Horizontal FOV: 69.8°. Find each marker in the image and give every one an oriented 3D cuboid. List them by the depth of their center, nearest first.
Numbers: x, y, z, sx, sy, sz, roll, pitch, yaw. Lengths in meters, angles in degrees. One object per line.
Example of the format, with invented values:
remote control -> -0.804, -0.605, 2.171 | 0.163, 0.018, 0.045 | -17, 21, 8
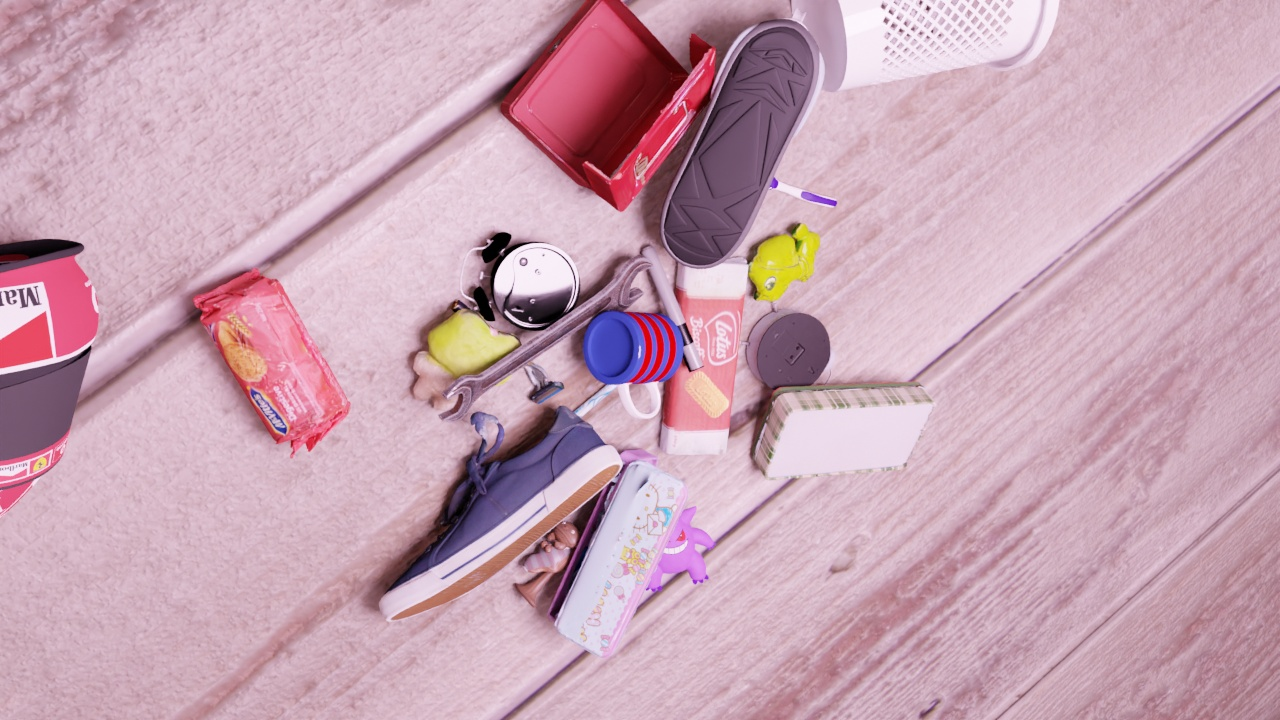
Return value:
marker -> 0.034, -0.055, 0.978 | 0.016, 0.016, 0.140 | -23, 91, -14
marker -> -0.031, 0.029, 1.007 | 0.141, 0.013, 0.013 | -40, 115, -6

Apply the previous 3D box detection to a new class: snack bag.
snack bag -> -0.333, 0.002, 0.847 | 0.082, 0.082, 0.176 | -28, 114, -12
snack bag -> 0.071, -0.003, 1.022 | 0.077, 0.041, 0.225 | 0, 107, -19

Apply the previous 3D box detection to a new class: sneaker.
sneaker -> 0.102, -0.224, 0.929 | 0.093, 0.160, 0.257 | 25, 120, 0
sneaker -> -0.169, 0.151, 0.959 | 0.294, 0.121, 0.127 | -40, 73, 0

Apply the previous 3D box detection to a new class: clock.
clock -> -0.121, -0.080, 0.922 | 0.120, 0.042, 0.091 | 7, 103, -23
clock -> 0.177, -0.005, 1.065 | 0.122, 0.035, 0.094 | 41, 88, -27

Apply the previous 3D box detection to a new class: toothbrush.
toothbrush -> 0.139, -0.196, 1.004 | 0.186, 0.015, 0.016 | 14, 99, -25

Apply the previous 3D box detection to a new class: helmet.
helmet -> -0.560, 0.033, 0.703 | 0.270, 0.198, 0.225 | -9, 108, -27

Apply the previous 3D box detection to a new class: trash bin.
trash bin -> 0.271, -0.364, 0.922 | 0.199, 0.195, 0.195 | -18, 112, -5

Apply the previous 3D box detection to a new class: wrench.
wrench -> -0.089, -0.024, 0.916 | 0.272, 0.010, 0.070 | -36, 153, -25

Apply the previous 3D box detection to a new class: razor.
razor -> -0.139, -0.013, 0.949 | 0.043, 0.022, 0.144 | -31, 116, 31

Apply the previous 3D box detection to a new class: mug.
mug -> -0.006, 0.005, 0.952 | 0.076, 0.075, 0.112 | -1, 85, -52

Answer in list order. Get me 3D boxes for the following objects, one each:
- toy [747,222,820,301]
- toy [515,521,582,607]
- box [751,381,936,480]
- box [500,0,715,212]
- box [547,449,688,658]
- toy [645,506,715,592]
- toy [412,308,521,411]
toy -> 0.162, -0.109, 1.029 | 0.093, 0.036, 0.094 | 4, 105, -30
toy -> -0.098, 0.221, 1.024 | 0.101, 0.041, 0.055 | -40, 138, -15
box -> 0.241, 0.081, 1.088 | 0.205, 0.050, 0.118 | -4, 128, -20
box -> -0.034, -0.252, 0.874 | 0.165, 0.152, 0.157 | 38, 87, 11
box -> -0.016, 0.211, 1.004 | 0.214, 0.093, 0.089 | -66, 158, 6
toy -> 0.034, 0.212, 1.064 | 0.106, 0.056, 0.088 | -8, 105, -8
toy -> -0.180, 0.005, 0.919 | 0.092, 0.043, 0.118 | 33, 114, -25
